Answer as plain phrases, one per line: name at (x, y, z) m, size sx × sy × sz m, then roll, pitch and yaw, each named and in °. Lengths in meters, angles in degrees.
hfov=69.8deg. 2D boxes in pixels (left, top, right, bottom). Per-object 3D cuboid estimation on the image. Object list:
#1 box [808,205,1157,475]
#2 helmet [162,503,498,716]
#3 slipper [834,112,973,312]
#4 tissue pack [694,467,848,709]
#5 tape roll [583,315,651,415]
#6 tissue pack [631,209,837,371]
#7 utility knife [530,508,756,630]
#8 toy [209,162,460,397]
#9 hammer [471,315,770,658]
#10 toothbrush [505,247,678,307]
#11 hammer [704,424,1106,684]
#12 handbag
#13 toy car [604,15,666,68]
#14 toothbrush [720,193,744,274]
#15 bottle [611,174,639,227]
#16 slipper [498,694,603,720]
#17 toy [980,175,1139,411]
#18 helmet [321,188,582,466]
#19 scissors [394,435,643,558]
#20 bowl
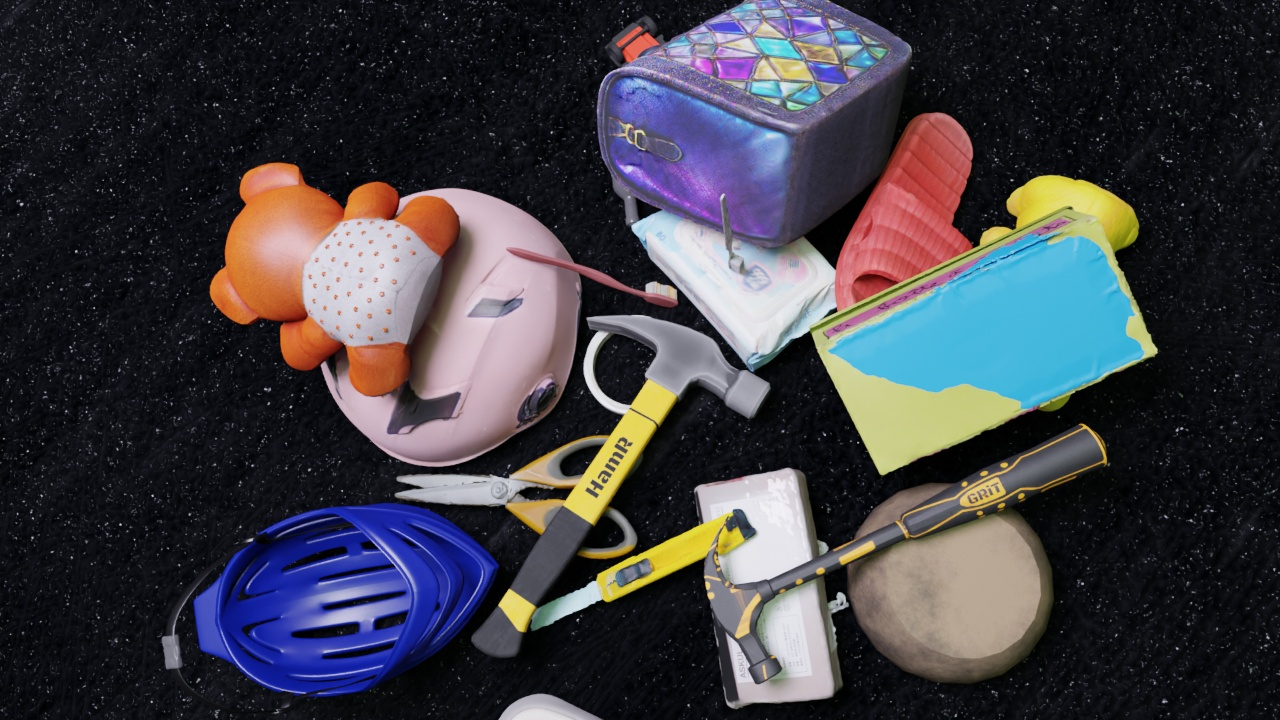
box at (0.256, -0.016, 0.704) m, size 0.221 × 0.081 × 0.124 m, roll -28°, pitch 99°, yaw 11°
helmet at (-0.245, 0.190, 0.710) m, size 0.241 × 0.227 × 0.147 m, roll -11°, pitch 85°, yaw 5°
slipper at (0.241, -0.113, 0.787) m, size 0.103 × 0.059 × 0.248 m, roll 30°, pitch 72°, yaw -23°
tissue pack at (0.112, 0.186, 0.760) m, size 0.104 × 0.071 × 0.181 m, roll -14°, pitch 72°, yaw 19°
tape roll at (-0.005, 0.005, 0.837) m, size 0.093 × 0.013 × 0.093 m, roll -2°, pitch 76°, yaw 7°
tissue pack at (0.088, -0.089, 0.819) m, size 0.112 × 0.070 × 0.182 m, roll -39°, pitch 75°, yaw -6°
utility knife at (-0.003, 0.180, 0.770) m, size 0.219 × 0.019 × 0.030 m, roll -30°, pitch 59°, yaw 18°
toy at (-0.235, -0.069, 0.701) m, size 0.172 × 0.093 × 0.164 m, roll 20°, pitch 91°, yaw 8°
hammer at (-0.040, 0.104, 0.778) m, size 0.170 × 0.034 × 0.324 m, roll 31°, pitch 76°, yaw 13°
toothbrush at (-0.038, -0.074, 0.795) m, size 0.015 × 0.184 × 0.015 m, roll -22°, pitch 63°, yaw 46°
hammer at (0.200, 0.126, 0.701) m, size 0.320 × 0.036 × 0.123 m, roll -25°, pitch 74°, yaw 2°
handbag at (0.086, -0.216, 0.771) m, size 0.222 × 0.126 × 0.204 m, roll 33°, pitch 54°, yaw 28°
toy car at (0.014, -0.280, 0.884) m, size 0.051 × 0.049 × 0.100 m, roll -39°, pitch 75°, yaw -3°
toothbrush at (0.070, -0.092, 0.691) m, size 0.010 × 0.181 × 0.010 m, roll 28°, pitch 86°, yaw 11°
bottle at (-0.013, -0.180, 0.873) m, size 0.030 × 0.030 × 0.113 m, roll -7°, pitch 76°, yaw 5°
slipper at (-0.004, 0.353, 0.719) m, size 0.266 × 0.081 × 0.112 m, roll 27°, pitch 78°, yaw 12°
toy at (0.347, -0.063, 0.776) m, size 0.134 × 0.087 × 0.193 m, roll 30°, pitch 81°, yaw 9°
helmet at (-0.176, -0.032, 0.802) m, size 0.230 × 0.152 × 0.255 m, roll 33°, pitch 88°, yaw 9°
scissors at (-0.106, 0.105, 0.810) m, size 0.228 × 0.016 × 0.133 m, roll 10°, pitch 72°, yaw 10°
bowl at (0.250, 0.177, 0.737) m, size 0.162 × 0.070 × 0.162 m, roll -2°, pitch 76°, yaw 6°
